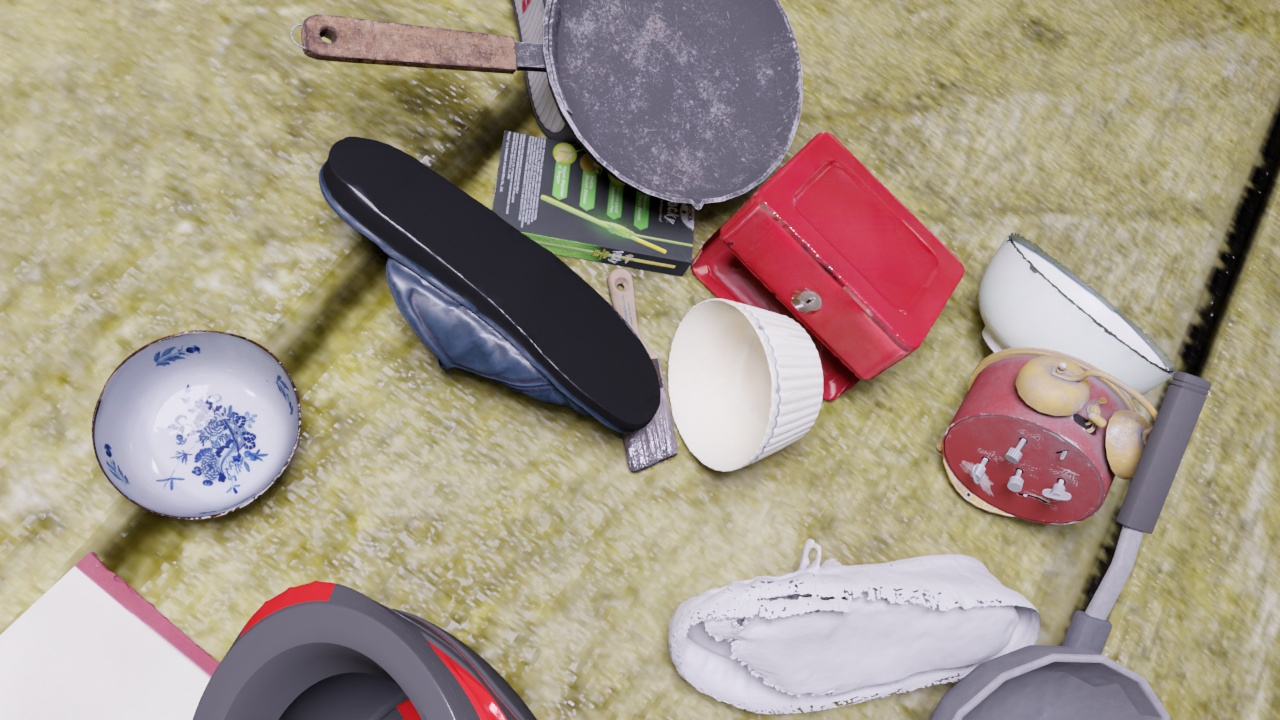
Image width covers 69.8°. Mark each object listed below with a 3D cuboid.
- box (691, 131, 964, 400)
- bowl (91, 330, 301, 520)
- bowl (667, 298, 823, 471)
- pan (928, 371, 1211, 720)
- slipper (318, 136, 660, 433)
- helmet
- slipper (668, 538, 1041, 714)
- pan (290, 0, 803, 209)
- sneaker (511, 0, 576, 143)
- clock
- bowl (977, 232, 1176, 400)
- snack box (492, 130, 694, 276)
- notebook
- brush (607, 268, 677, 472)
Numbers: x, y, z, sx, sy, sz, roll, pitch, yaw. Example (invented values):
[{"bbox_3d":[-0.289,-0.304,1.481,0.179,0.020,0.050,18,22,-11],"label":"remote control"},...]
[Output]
[{"bbox_3d":[0.142,-0.074,0.670,0.157,0.113,0.134,43,62,2],"label":"box"},{"bbox_3d":[-0.263,0.042,0.556,0.114,0.045,0.114,5,70,-13],"label":"bowl"},{"bbox_3d":[0.076,0.015,0.625,0.062,0.116,0.115,-4,72,-32],"label":"bowl"},{"bbox_3d":[0.279,0.177,0.578,0.178,0.041,0.357,17,96,-14],"label":"pan"},{"bbox_3d":[-0.107,-0.034,0.612,0.265,0.084,0.108,38,30,-7],"label":"slipper"},{"bbox_3d":[-0.110,0.246,0.457,0.164,0.170,0.264,-23,68,3],"label":"helmet"},{"bbox_3d":[0.137,0.169,0.603,0.246,0.074,0.112,-3,103,-14],"label":"slipper"},{"bbox_3d":[-0.047,-0.201,0.618,0.356,0.040,0.207,-4,87,-24],"label":"pan"},{"bbox_3d":[-0.033,-0.298,0.710,0.128,0.097,0.263,-9,82,-26],"label":"sneaker"},{"bbox_3d":[0.280,0.055,0.633,0.117,0.159,0.081,39,61,1],"label":"clock"},{"bbox_3d":[0.317,-0.020,0.696,0.153,0.073,0.153,30,26,-17],"label":"bowl"},{"bbox_3d":[-0.034,-0.116,0.682,0.147,0.025,0.080,9,69,-12],"label":"snack box"},{"bbox_3d":[-0.285,0.230,0.504,0.209,0.012,0.152,40,66,1],"label":"notebook"},{"bbox_3d":[-0.004,0.004,0.656,0.039,0.012,0.151,-7,72,-16],"label":"brush"}]
